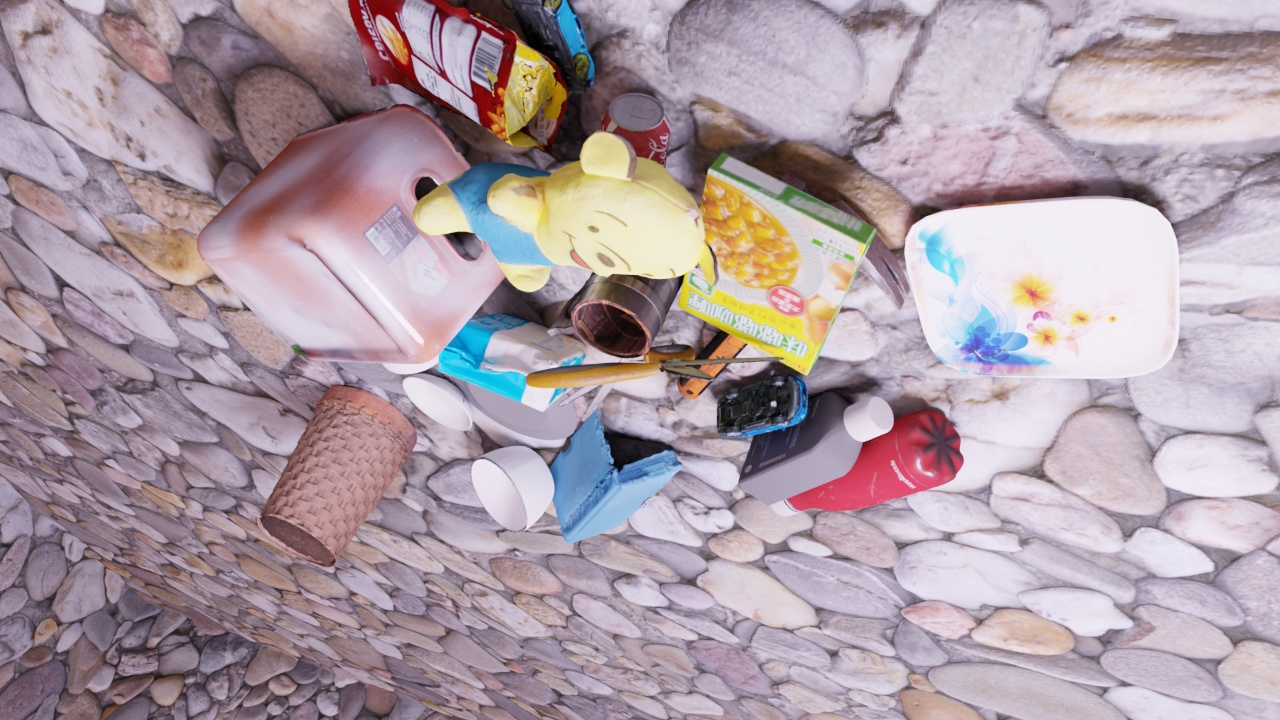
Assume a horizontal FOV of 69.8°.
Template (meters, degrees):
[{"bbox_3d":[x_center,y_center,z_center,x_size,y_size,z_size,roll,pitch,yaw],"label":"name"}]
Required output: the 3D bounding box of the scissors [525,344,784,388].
[{"bbox_3d":[0.007,0.006,0.810,0.229,0.016,0.225,-7,-173,-11],"label":"scissors"}]

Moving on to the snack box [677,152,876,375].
[{"bbox_3d":[0.102,-0.072,0.740,0.132,0.027,0.168,29,147,13],"label":"snack box"}]

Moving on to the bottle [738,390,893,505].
[{"bbox_3d":[0.176,0.080,0.911,0.046,0.083,0.174,36,143,-15],"label":"bottle"}]

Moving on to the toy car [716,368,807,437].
[{"bbox_3d":[0.125,0.047,0.929,0.043,0.056,0.120,14,159,-30],"label":"toy car"}]

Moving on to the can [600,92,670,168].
[{"bbox_3d":[-0.006,-0.161,0.733,0.054,0.053,0.097,19,145,9],"label":"can"}]

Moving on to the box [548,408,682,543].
[{"bbox_3d":[-0.045,0.142,1.175,0.112,0.094,0.232,67,151,18],"label":"box"}]

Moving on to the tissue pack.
[{"bbox_3d":[-0.125,-0.002,0.925,0.117,0.066,0.209,20,-174,3],"label":"tissue pack"}]

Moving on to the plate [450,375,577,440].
[{"bbox_3d":[-0.160,0.045,1.127,0.178,0.012,0.179,19,145,14],"label":"plate"}]

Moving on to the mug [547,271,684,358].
[{"bbox_3d":[-0.020,-0.064,0.822,0.116,0.107,0.080,-7,134,38],"label":"mug"}]

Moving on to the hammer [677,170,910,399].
[{"bbox_3d":[0.114,-0.034,0.836,0.138,0.034,0.315,35,147,-1],"label":"hammer"}]

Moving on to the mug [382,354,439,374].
[{"bbox_3d":[-0.274,-0.052,1.036,0.114,0.080,0.088,40,152,39],"label":"mug"}]

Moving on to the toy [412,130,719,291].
[{"bbox_3d":[-0.049,-0.111,0.704,0.214,0.084,0.149,0,160,35],"label":"toy"}]

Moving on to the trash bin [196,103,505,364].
[{"bbox_3d":[-0.267,-0.103,0.853,0.260,0.157,0.181,3,139,44],"label":"trash bin"}]

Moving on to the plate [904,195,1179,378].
[{"bbox_3d":[0.309,-0.054,0.710,0.187,0.016,0.187,1,139,31],"label":"plate"}]

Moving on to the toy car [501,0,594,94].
[{"bbox_3d":[-0.064,-0.244,0.673,0.048,0.032,0.105,21,156,35],"label":"toy car"}]

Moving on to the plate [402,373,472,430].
[{"bbox_3d":[-0.255,0.048,1.181,0.104,0.026,0.104,23,148,15],"label":"plate"}]

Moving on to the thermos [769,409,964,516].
[{"bbox_3d":[0.216,0.117,0.943,0.073,0.073,0.241,36,144,-16],"label":"thermos"}]

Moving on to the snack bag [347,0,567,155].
[{"bbox_3d":[-0.158,-0.236,0.706,0.208,0.066,0.139,29,154,24],"label":"snack bag"}]

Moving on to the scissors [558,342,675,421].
[{"bbox_3d":[-0.023,-0.001,0.932,0.141,0.014,0.147,-15,131,-4],"label":"scissors"}]

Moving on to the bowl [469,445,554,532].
[{"bbox_3d":[-0.166,0.165,1.225,0.116,0.065,0.116,28,134,33],"label":"bowl"}]

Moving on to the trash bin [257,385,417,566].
[{"bbox_3d":[-0.429,0.160,1.282,0.151,0.209,0.151,17,144,13],"label":"trash bin"}]
